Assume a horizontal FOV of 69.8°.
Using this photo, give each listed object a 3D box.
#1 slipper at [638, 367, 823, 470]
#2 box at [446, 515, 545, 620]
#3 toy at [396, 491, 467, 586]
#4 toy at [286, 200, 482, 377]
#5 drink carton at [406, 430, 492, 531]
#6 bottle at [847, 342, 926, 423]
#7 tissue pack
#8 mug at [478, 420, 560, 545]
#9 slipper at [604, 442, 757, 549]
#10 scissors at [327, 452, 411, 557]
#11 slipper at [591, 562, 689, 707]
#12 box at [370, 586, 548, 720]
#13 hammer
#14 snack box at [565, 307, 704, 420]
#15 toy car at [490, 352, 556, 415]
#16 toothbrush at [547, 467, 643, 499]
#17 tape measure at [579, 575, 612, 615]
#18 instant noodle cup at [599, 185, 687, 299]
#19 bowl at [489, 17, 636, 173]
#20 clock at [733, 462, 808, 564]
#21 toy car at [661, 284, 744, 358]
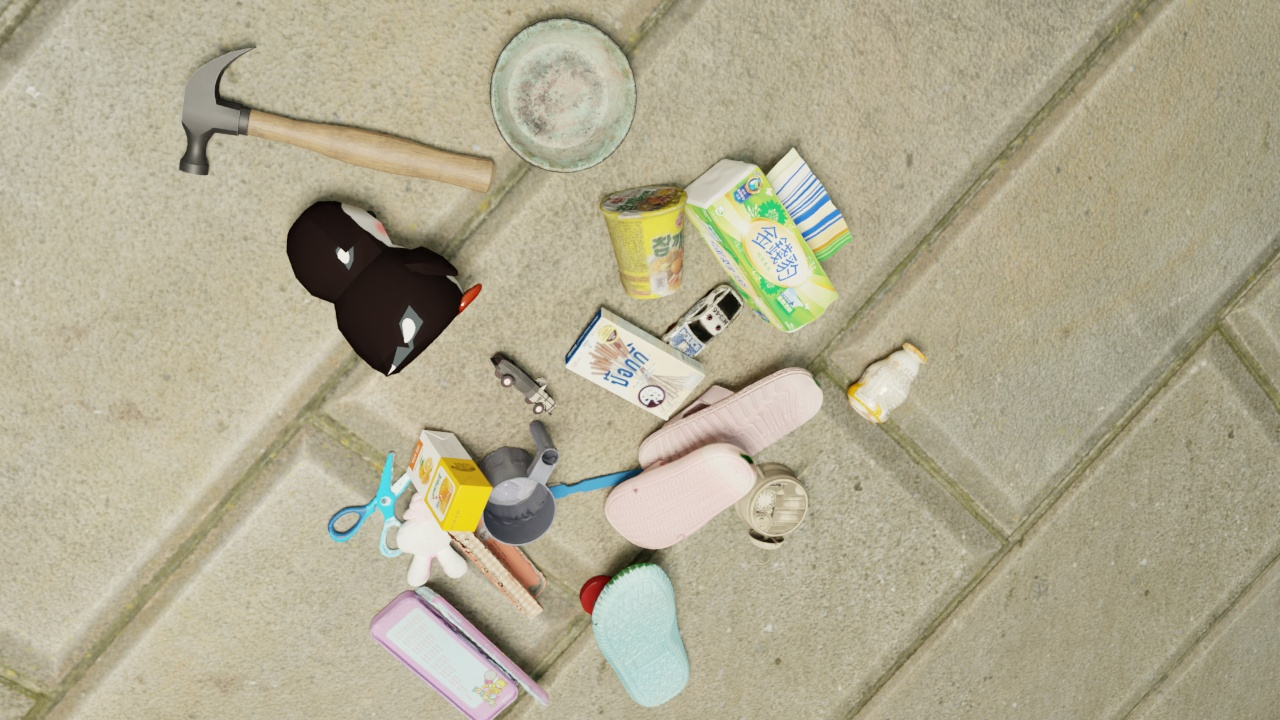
[{"bbox_3d":[0.110,0.078,1.137,0.239,0.064,0.094,-29,114,10],"label":"slipper"},{"bbox_3d":[-0.169,0.236,1.096,0.055,0.076,0.187,-14,126,31],"label":"box"},{"bbox_3d":[-0.251,0.207,1.089,0.075,0.037,0.125,-14,113,-17],"label":"toy"},{"bbox_3d":[-0.284,-0.079,0.941,0.184,0.139,0.160,44,128,-12],"label":"toy"},{"bbox_3d":[-0.218,0.132,1.031,0.040,0.122,0.059,11,111,-39],"label":"drink carton"},{"bbox_3d":[0.318,0.028,1.180,0.063,0.063,0.109,42,92,-22],"label":"bottle"},{"bbox_3d":[0.160,-0.151,1.059,0.141,0.120,0.198,-39,119,-3],"label":"tissue pack"},{"bbox_3d":[-0.138,0.137,1.064,0.083,0.104,0.124,26,98,-21],"label":"mug"},{"bbox_3d":[0.044,0.159,1.107,0.222,0.055,0.107,-34,112,33],"label":"slipper"},{"bbox_3d":[-0.312,0.166,1.074,0.113,0.013,0.141,6,107,-20],"label":"scissors"},{"bbox_3d":[-0.001,0.349,1.183,0.115,0.069,0.276,-29,130,-15],"label":"slipper"},{"bbox_3d":[-0.217,0.363,1.133,0.140,0.062,0.214,-26,116,31],"label":"box"},{"bbox_3d":[-0.302,-0.228,0.947,0.305,0.040,0.132,10,107,-19],"label":"hammer"},{"bbox_3d":[-0.006,0.006,1.090,0.150,0.026,0.082,29,117,-21],"label":"snack box"},{"bbox_3d":[-0.134,0.025,1.064,0.037,0.040,0.092,-47,115,-1],"label":"toy car"},{"bbox_3d":[-0.047,0.150,1.145,0.166,0.014,0.016,-11,109,-17],"label":"toothbrush"},{"bbox_3d":[-0.049,0.301,1.184,0.051,0.019,0.059,37,94,-19],"label":"tape measure"},{"bbox_3d":[0.009,-0.131,1.033,0.102,0.102,0.108,-14,118,-11],"label":"instant noodle cup"},{"bbox_3d":[-0.085,-0.283,0.986,0.157,0.038,0.157,-4,107,-14],"label":"bowl"},{"bbox_3d":[0.171,0.202,1.197,0.093,0.054,0.141,4,103,-17],"label":"clock"},{"bbox_3d":[0.076,-0.042,1.104,0.113,0.040,0.048,-43,111,1],"label":"toy car"}]
